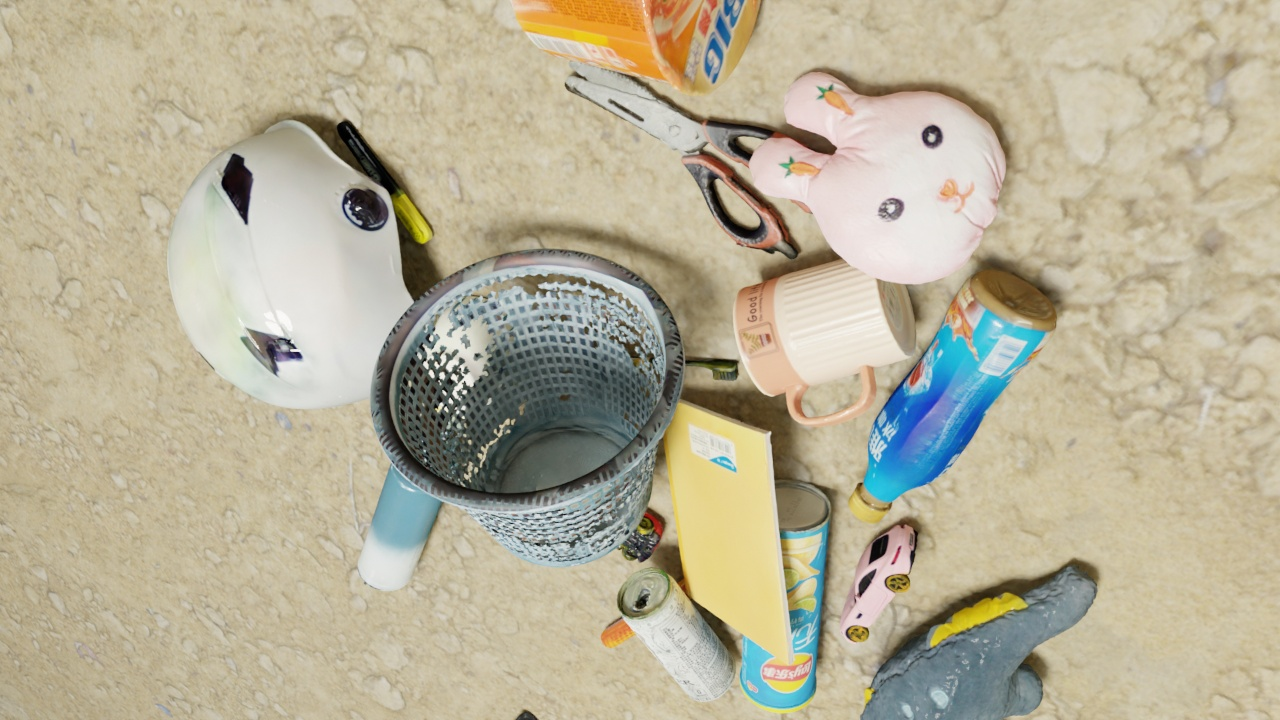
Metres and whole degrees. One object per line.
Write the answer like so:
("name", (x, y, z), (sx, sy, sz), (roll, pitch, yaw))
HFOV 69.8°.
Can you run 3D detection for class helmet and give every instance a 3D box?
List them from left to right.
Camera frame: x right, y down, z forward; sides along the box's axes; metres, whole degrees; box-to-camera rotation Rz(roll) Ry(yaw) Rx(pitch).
("helmet", (-0.321, -0.069, 0.797), (0.230, 0.145, 0.259), (-13, 103, 42))

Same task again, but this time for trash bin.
("trash bin", (-0.074, 0.058, 0.728), (0.227, 0.226, 0.195), (17, 149, 17))

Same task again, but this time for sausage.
("sausage", (0.008, 0.254, 0.919), (0.021, 0.021, 0.166), (45, 128, -3))

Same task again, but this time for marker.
("marker", (-0.224, -0.155, 0.801), (0.018, 0.015, 0.124), (-30, 100, 33))

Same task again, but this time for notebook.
("notebook", (0.069, 0.136, 0.766), (0.146, 0.010, 0.206), (19, 124, 55))

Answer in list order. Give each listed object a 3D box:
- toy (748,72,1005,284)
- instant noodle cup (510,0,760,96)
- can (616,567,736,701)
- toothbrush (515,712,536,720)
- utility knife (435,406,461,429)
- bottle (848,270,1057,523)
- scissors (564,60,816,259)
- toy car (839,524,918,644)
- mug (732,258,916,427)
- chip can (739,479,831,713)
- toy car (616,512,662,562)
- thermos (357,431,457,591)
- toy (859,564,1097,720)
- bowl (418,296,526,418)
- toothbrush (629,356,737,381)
("toy", (0.150, -0.121, 0.591), (0.159, 0.054, 0.121), (28, 94, 18))
("instant noodle cup", (-0.004, -0.244, 0.560), (0.111, 0.151, 0.151), (16, 124, 28))
("can", (0.036, 0.259, 0.862), (0.058, 0.058, 0.147), (-10, 129, 31))
("toothbrush", (-0.183, 0.500, 1.159), (0.027, 0.026, 0.213), (46, 129, 13))
("utility knife", (-0.220, 0.000, 0.889), (0.031, 0.018, 0.163), (-19, 110, 30))
("bottle", (0.212, 0.038, 0.661), (0.065, 0.065, 0.219), (29, 128, 9))
("scissors", (0.035, -0.148, 0.671), (0.207, 0.015, 0.194), (-2, 118, 28))
("toy car", (0.193, 0.185, 0.762), (0.037, 0.056, 0.123), (26, 127, 7))
("mug", (0.132, -0.012, 0.647), (0.106, 0.081, 0.114), (-16, 68, 31))
("chip can", (0.125, 0.209, 0.802), (0.071, 0.071, 0.210), (11, 122, 21))
("toy car", (-0.029, 0.147, 0.869), (0.106, 0.031, 0.049), (29, 126, 8))
("thermos", (-0.244, 0.157, 0.963), (0.070, 0.070, 0.221), (33, 128, 6))
("toy", (0.261, 0.303, 0.785), (0.138, 0.091, 0.357), (4, 125, -7))
("bowl", (-0.156, 0.007, 0.829), (0.116, 0.066, 0.117), (12, 122, 20))
("toothbrush", (-0.005, 0.005, 0.785), (0.186, 0.012, 0.017), (3, 130, 26))
